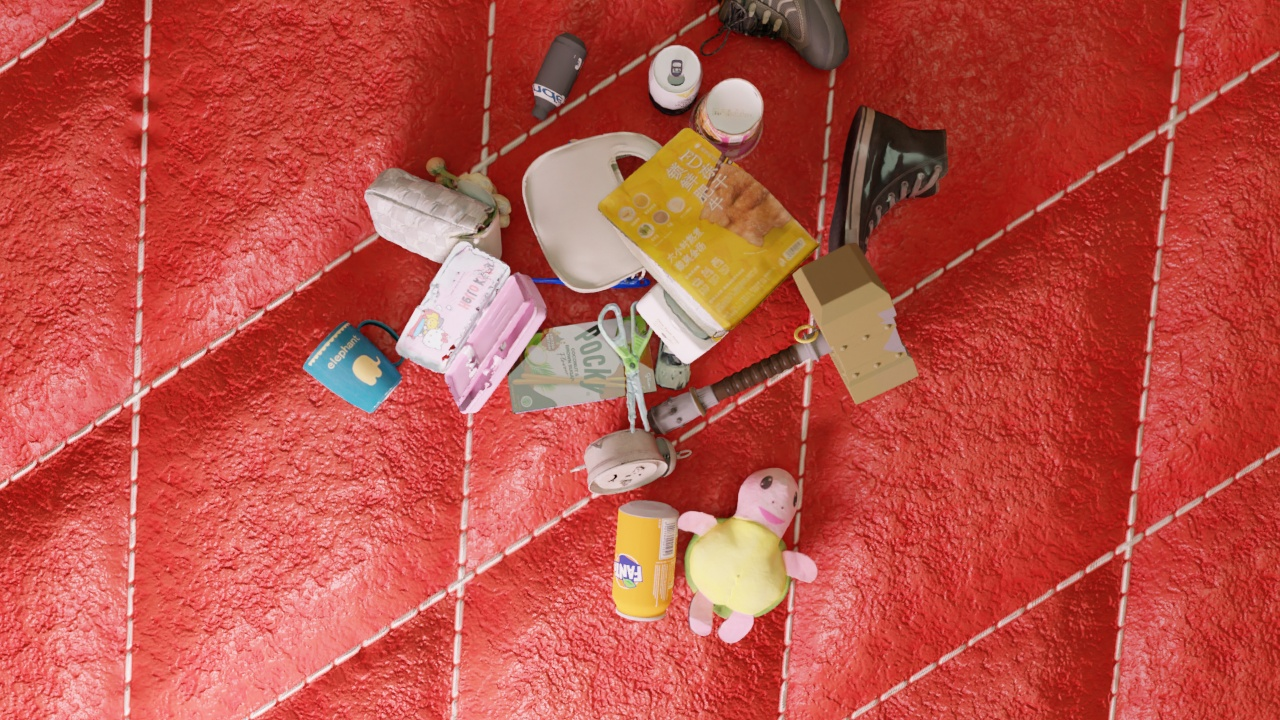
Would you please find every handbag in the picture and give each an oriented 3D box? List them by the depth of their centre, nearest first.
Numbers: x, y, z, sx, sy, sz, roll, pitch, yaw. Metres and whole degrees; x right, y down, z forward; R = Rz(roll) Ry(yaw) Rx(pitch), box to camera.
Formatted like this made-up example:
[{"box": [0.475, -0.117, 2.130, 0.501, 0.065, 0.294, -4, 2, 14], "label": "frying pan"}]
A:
[{"box": [-0.251, -0.192, 1.156, 0.171, 0.113, 0.123, 20, 67, 6], "label": "handbag"}, {"box": [-0.040, -0.193, 1.163, 0.199, 0.093, 0.200, -21, 91, -3], "label": "handbag"}]

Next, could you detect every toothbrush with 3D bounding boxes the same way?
[{"box": [-0.079, -0.104, 1.208, 0.182, 0.018, 0.016, 1, 89, -3], "label": "toothbrush"}]

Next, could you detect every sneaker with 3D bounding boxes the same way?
[{"box": [0.141, -0.433, 1.140, 0.143, 0.101, 0.238, -42, 88, -2], "label": "sneaker"}, {"box": [0.311, -0.195, 1.164, 0.120, 0.095, 0.234, 11, 87, -1], "label": "sneaker"}]

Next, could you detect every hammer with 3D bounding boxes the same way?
[{"box": [0.158, 0.010, 1.143, 0.325, 0.100, 0.190, -26, 134, 10], "label": "hammer"}]

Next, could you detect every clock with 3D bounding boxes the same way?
[{"box": [-0.005, 0.124, 1.189, 0.156, 0.104, 0.061, -4, 62, -27], "label": "clock"}]

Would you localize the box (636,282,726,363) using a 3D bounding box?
[{"box": [0.069, -0.068, 1.155, 0.102, 0.076, 0.107, -42, 95, -24], "label": "box"}]

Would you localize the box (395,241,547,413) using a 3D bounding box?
[{"box": [-0.208, -0.041, 1.153, 0.150, 0.073, 0.202, 44, 121, 8], "label": "box"}]

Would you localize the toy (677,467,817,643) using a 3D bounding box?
[{"box": [0.134, 0.250, 1.192, 0.190, 0.087, 0.238, 21, 91, 4], "label": "toy"}]

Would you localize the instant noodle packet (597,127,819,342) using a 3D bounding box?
[{"box": [0.078, -0.158, 1.114, 0.162, 0.084, 0.221, -44, 88, -12], "label": "instant noodle packet"}]

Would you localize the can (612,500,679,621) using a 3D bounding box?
[{"box": [0.006, 0.259, 1.197, 0.079, 0.079, 0.142, 4, 94, 0], "label": "can"}]

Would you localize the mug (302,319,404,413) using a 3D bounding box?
[{"box": [-0.357, 0.002, 1.189, 0.104, 0.085, 0.112, 42, 64, -8], "label": "mug"}]

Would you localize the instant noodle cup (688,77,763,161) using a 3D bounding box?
[{"box": [0.112, -0.305, 1.145, 0.098, 0.108, 0.097, 0, 93, -1], "label": "instant noodle cup"}]

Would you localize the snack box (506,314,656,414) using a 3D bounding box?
[{"box": [-0.080, 0.005, 1.188, 0.186, 0.032, 0.101, -9, 85, -5], "label": "snack box"}]

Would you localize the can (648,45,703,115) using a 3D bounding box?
[{"box": [0.043, -0.346, 1.133, 0.064, 0.127, 0.064, 0, 93, 0], "label": "can"}]

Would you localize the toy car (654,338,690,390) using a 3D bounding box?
[{"box": [0.047, -0.013, 1.203, 0.048, 0.033, 0.105, 8, 95, -2], "label": "toy car"}]

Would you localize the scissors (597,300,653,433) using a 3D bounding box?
[{"box": [-0.003, 0.008, 1.161, 0.078, 0.033, 0.175, -10, 82, -9], "label": "scissors"}]

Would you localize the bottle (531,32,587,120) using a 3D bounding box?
[{"box": [-0.108, -0.361, 1.174, 0.047, 0.047, 0.112, 25, 94, -1], "label": "bottle"}]
